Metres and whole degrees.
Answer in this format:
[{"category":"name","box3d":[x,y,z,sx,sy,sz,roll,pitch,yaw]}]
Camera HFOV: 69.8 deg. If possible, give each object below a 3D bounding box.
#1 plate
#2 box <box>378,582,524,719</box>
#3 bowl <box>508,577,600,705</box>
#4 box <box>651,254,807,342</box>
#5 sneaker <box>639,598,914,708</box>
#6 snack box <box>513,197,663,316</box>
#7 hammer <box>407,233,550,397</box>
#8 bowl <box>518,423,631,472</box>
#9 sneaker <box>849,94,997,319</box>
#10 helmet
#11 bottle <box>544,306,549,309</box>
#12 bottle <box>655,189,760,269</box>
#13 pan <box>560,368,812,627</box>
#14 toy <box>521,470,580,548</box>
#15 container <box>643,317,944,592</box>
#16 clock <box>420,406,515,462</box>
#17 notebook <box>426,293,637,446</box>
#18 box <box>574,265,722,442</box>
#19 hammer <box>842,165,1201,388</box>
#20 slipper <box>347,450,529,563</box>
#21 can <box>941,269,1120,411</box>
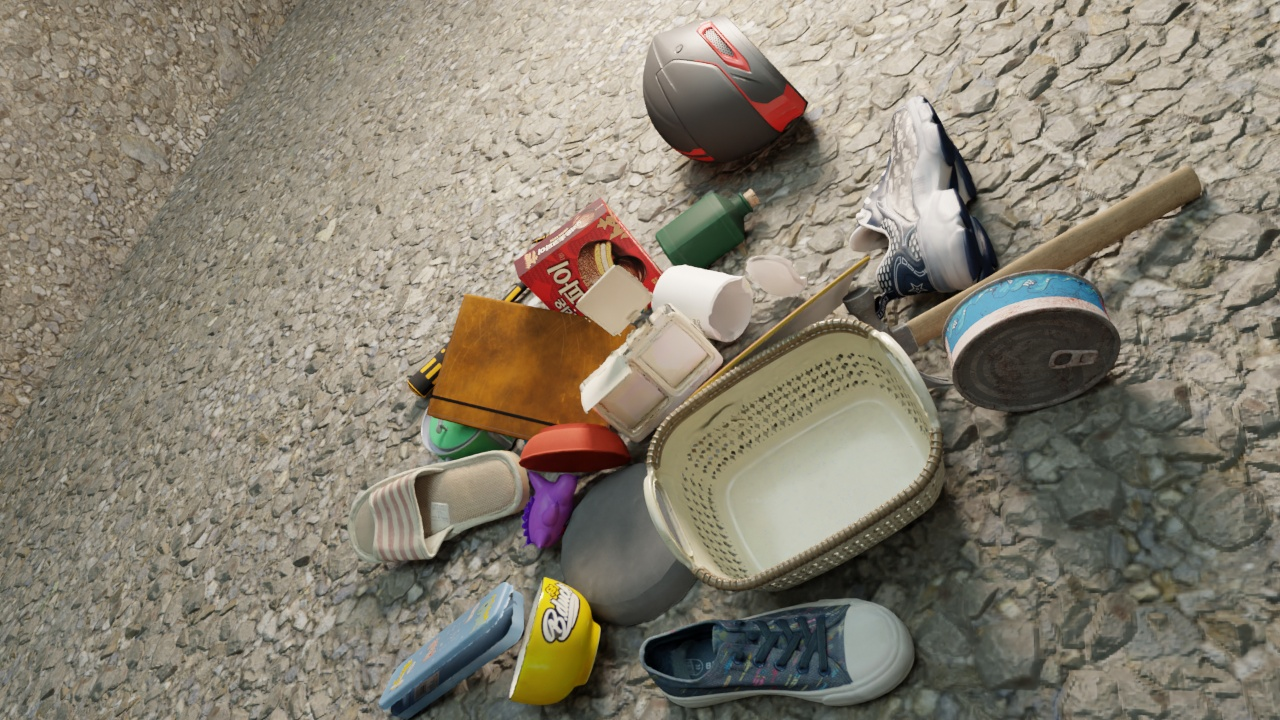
[{"category":"plate","box3d":[0.138,-0.021,0.903,0.229,0.021,0.230,-38,-5,-4]},{"category":"box","box3d":[-0.205,0.302,0.962,0.210,0.049,0.066,-39,34,24]},{"category":"bowl","box3d":[-0.078,0.274,0.880,0.117,0.067,0.117,-166,92,-85]},{"category":"box","box3d":[0.098,-0.075,1.043,0.163,0.084,0.112,19,63,45]},{"category":"sneaker","box3d":[0.104,0.238,0.765,0.236,0.079,0.087,-17,47,29]},{"category":"snack box","box3d":[-0.056,-0.104,1.138,0.133,0.152,0.035,-35,40,10]},{"category":"hammer","box3d":[-0.216,-0.068,1.336,0.320,0.036,0.123,-44,39,-4]},{"category":"bowl","box3d":[-0.071,0.094,0.998,0.122,0.122,0.035,-14,70,31]},{"category":"sneaker","box3d":[0.277,-0.163,0.964,0.133,0.103,0.268,-25,46,31]},{"category":"helmet","box3d":[0.093,-0.354,1.222,0.170,0.164,0.264,-43,49,19]},{"category":"bottle","box3d":[-0.102,-0.072,1.239,0.110,0.036,0.036,-41,40,3]},{"category":"bottle","box3d":[0.090,-0.166,1.141,0.131,0.061,0.061,-36,43,10]},{"category":"pan","box3d":[0.052,0.117,0.943,0.357,0.041,0.178,-45,40,-1]},{"category":"toy","box3d":[-0.103,0.165,1.007,0.106,0.056,0.088,136,146,-79]},{"category":"container","box3d":[0.140,0.092,0.795,0.246,0.143,0.184,-32,55,12]},{"category":"clock","box3d":[-0.224,0.063,1.191,0.122,0.075,0.161,-33,44,12]},{"category":"notebook","box3d":[-0.128,0.024,1.104,0.249,0.014,0.178,12,78,20]},{"category":"box","box3d":[-0.002,0.008,0.976,0.145,0.185,0.095,-46,48,8]},{"category":"hammer","box3d":[0.353,-0.084,0.838,0.331,0.119,0.030,-30,12,2]},{"category":"slipper","box3d":[-0.254,0.180,1.109,0.263,0.052,0.115,-21,79,20]},{"category":"can","box3d":[0.322,-0.014,0.761,0.130,0.130,0.044,-22,44,24]}]
